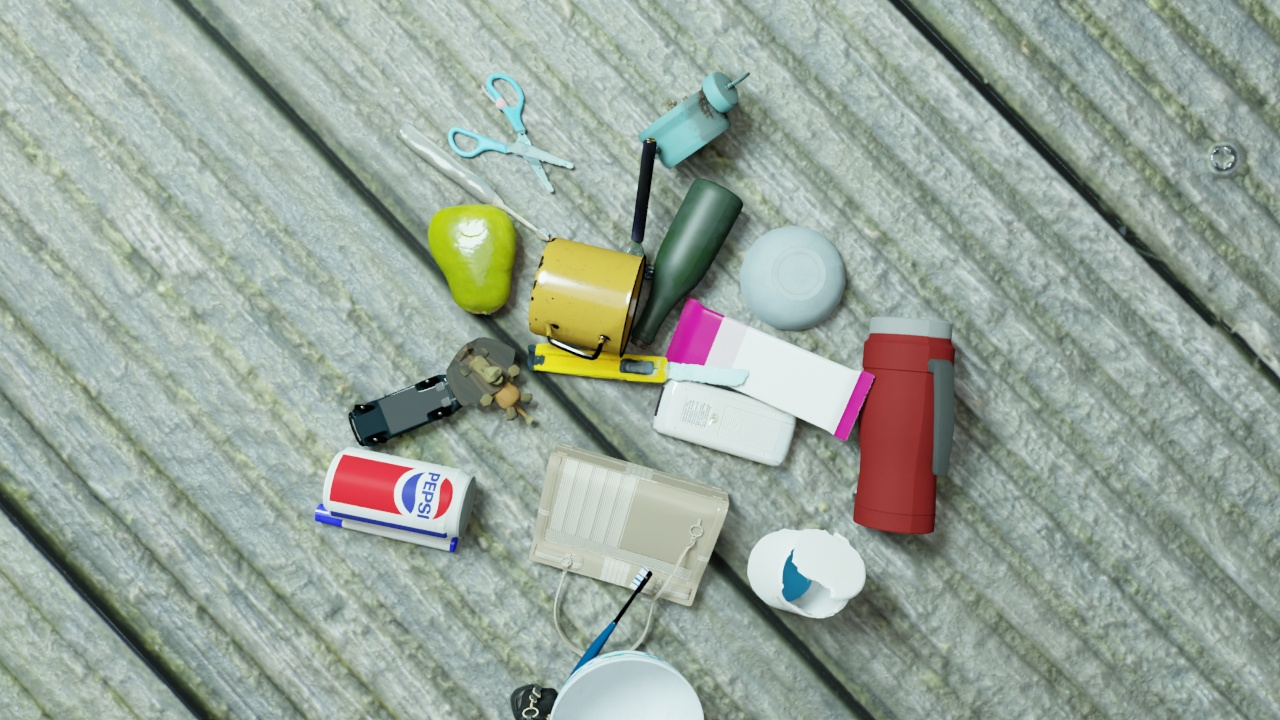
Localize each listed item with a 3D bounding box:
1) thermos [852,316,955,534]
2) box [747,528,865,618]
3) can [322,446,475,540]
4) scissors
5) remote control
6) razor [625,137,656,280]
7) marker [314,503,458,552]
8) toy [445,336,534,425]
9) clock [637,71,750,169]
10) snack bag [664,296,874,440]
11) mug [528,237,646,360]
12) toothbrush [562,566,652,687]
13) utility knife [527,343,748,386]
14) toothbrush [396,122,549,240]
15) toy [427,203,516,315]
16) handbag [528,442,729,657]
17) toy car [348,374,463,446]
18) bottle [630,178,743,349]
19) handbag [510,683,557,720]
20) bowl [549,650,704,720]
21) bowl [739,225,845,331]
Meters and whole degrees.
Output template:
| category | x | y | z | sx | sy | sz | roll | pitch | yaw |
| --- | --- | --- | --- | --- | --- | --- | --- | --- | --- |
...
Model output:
| category | x | y | z | sx | sy | sz | roll | pitch | yaw |
| --- | --- | --- | --- | --- | --- | --- | --- | --- | --- |
| thermos | 0.255 | 0.060 | 0.868 | 0.084 | 0.108 | 0.198 | 5 | 91 | -18 |
| box | 0.155 | 0.193 | 0.851 | 0.080 | 0.143 | 0.089 | 36 | 78 | -4 |
| can | -0.233 | 0.130 | 0.892 | 0.132 | 0.070 | 0.070 | 11 | 89 | 1 |
| scissors | -0.138 | -0.217 | 0.928 | 0.111 | 0.015 | 0.140 | -31 | 83 | 0 |
| remote control | 0.084 | 0.060 | 0.911 | 0.138 | 0.025 | 0.060 | 16 | 89 | 3 |
| razor | 0.000 | -0.143 | 0.887 | 0.043 | 0.022 | 0.144 | 8 | 121 | 0 |
| marker | -0.253 | 0.167 | 0.916 | 0.141 | 0.020 | 0.020 | 12 | 89 | 1 |
| toy | -0.142 | 0.025 | 0.902 | 0.100 | 0.063 | 0.076 | 45 | 68 | -9 |
| clock | 0.056 | -0.236 | 0.888 | 0.124 | 0.090 | 0.053 | -33 | 100 | 11 |
| snack bag | 0.122 | 0.006 | 0.891 | 0.196 | 0.016 | 0.070 | 24 | 103 | 17 |
| mug | -0.054 | -0.053 | 0.872 | 0.094 | 0.101 | 0.123 | 14 | 52 | 3 |
| toothbrush | -0.035 | 0.265 | 0.888 | 0.014 | 0.014 | 0.168 | 35 | 109 | 8 |
| utility knife | -0.005 | 0.005 | 0.907 | 0.224 | 0.019 | 0.030 | 5 | 91 | 7 |
| toothbrush | -0.167 | -0.177 | 0.923 | 0.185 | 0.024 | 0.022 | 36 | 128 | 1 |
| toy | -0.165 | -0.099 | 0.907 | 0.090 | 0.051 | 0.110 | -4 | 91 | 3 |
| handbag | -0.025 | 0.201 | 0.904 | 0.175 | 0.062 | 0.198 | 16 | 97 | 1 |
| toy car | -0.232 | 0.049 | 0.912 | 0.112 | 0.034 | 0.046 | -22 | 89 | -1 |
| bottle | 0.038 | -0.090 | 0.902 | 0.055 | 0.055 | 0.174 | 28 | 90 | 1 |
| handbag | -0.101 | 0.379 | 0.879 | 0.054 | 0.079 | 0.128 | -4 | 87 | 2 |
| bowl | -0.017 | 0.333 | 0.875 | 0.144 | 0.074 | 0.144 | -1 | 100 | -6 |
| bowl | 0.153 | -0.083 | 0.907 | 0.106 | 0.039 | 0.106 | 0 | 89 | 1 |
